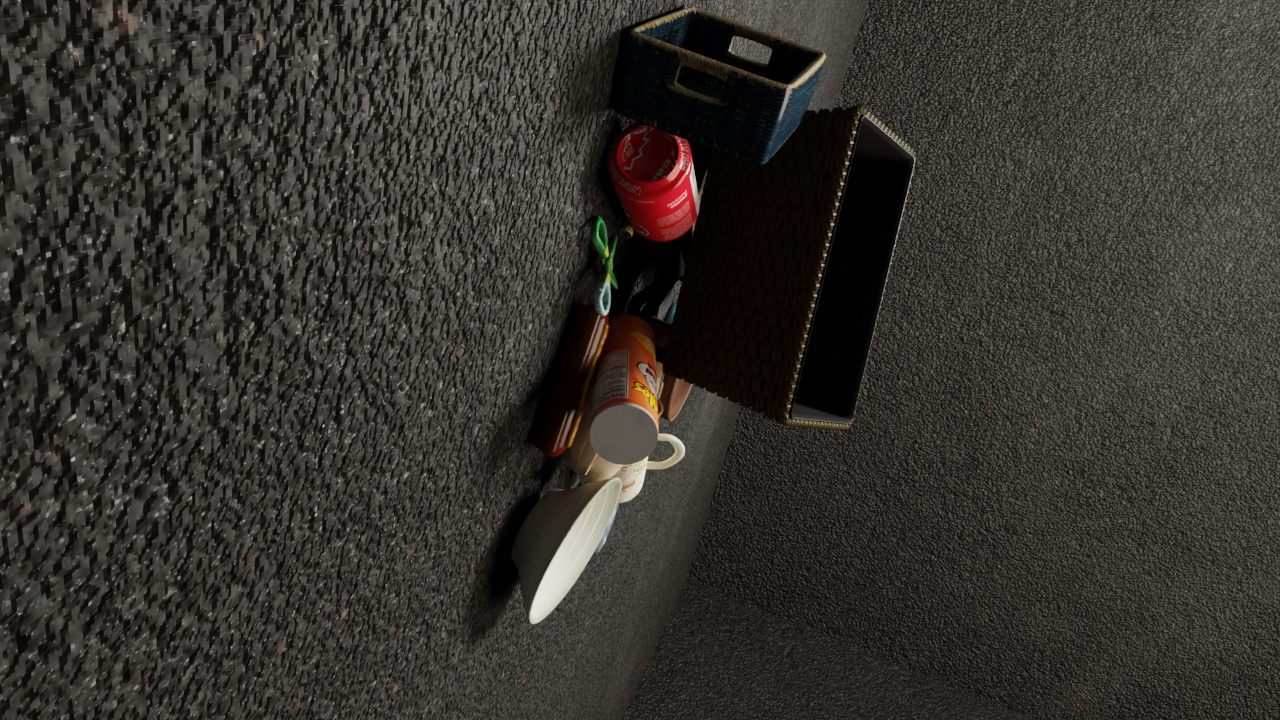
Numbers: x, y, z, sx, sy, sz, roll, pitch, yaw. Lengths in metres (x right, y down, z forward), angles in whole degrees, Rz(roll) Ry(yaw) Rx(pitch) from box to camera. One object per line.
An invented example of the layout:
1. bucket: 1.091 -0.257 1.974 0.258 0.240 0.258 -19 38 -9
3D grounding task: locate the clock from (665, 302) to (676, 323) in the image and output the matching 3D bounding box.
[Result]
1. clock: 0.053 -0.032 1.362 0.087 0.042 0.123 77 32 -70

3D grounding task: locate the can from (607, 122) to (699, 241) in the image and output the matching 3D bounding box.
1. can: 0.015 -0.164 0.860 0.142 0.074 0.074 57 54 -76

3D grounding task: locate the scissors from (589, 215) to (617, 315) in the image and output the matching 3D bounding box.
1. scissors: -0.032 -0.083 0.872 0.129 0.012 0.119 63 28 -71

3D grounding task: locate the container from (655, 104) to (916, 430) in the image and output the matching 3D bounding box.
1. container: 0.145 -0.105 1.018 0.176 0.205 0.321 9 95 -55

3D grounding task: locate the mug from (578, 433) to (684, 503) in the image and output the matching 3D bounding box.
1. mug: -0.006 0.111 1.100 0.097 0.122 0.081 109 -20 -45

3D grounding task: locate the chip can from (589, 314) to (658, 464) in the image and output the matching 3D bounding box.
1. chip can: -0.015 0.022 0.911 0.210 0.062 0.062 -90 -167 -65

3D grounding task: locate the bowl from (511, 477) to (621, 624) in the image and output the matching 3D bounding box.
1. bowl: -0.090 0.188 0.978 0.176 0.058 0.177 -55 165 -23

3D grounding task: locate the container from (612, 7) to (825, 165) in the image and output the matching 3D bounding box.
1. container: 0.074 -0.248 0.818 0.186 0.145 0.071 -53 163 -57

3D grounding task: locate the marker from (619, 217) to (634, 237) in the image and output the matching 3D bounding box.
1. marker: 0.010 -0.185 0.959 0.014 0.014 0.132 83 28 -66

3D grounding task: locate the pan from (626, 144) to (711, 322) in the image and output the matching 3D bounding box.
1. pan: 0.068 -0.152 1.143 0.354 0.043 0.249 -49 143 -41

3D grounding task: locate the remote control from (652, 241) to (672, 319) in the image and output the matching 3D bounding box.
1. remote control: 0.032 -0.108 1.204 0.058 0.013 0.134 -59 164 -46

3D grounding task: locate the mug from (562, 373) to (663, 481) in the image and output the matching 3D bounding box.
1. mug: -0.040 0.079 0.986 0.104 0.085 0.111 -60 178 23

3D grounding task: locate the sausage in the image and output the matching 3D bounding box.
1. sausage: -0.065 0.019 0.885 0.040 0.040 0.155 -2 111 -78

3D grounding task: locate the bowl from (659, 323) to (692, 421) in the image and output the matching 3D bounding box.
1. bowl: 0.035 0.003 1.267 0.147 0.069 0.147 21 89 -78

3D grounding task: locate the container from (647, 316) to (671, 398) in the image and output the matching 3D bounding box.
1. container: -0.007 0.007 1.103 0.061 0.063 0.114 -37 146 -57

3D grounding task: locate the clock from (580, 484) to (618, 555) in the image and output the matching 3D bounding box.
1. clock: -0.061 0.201 1.192 0.124 0.052 0.089 18 90 -80
